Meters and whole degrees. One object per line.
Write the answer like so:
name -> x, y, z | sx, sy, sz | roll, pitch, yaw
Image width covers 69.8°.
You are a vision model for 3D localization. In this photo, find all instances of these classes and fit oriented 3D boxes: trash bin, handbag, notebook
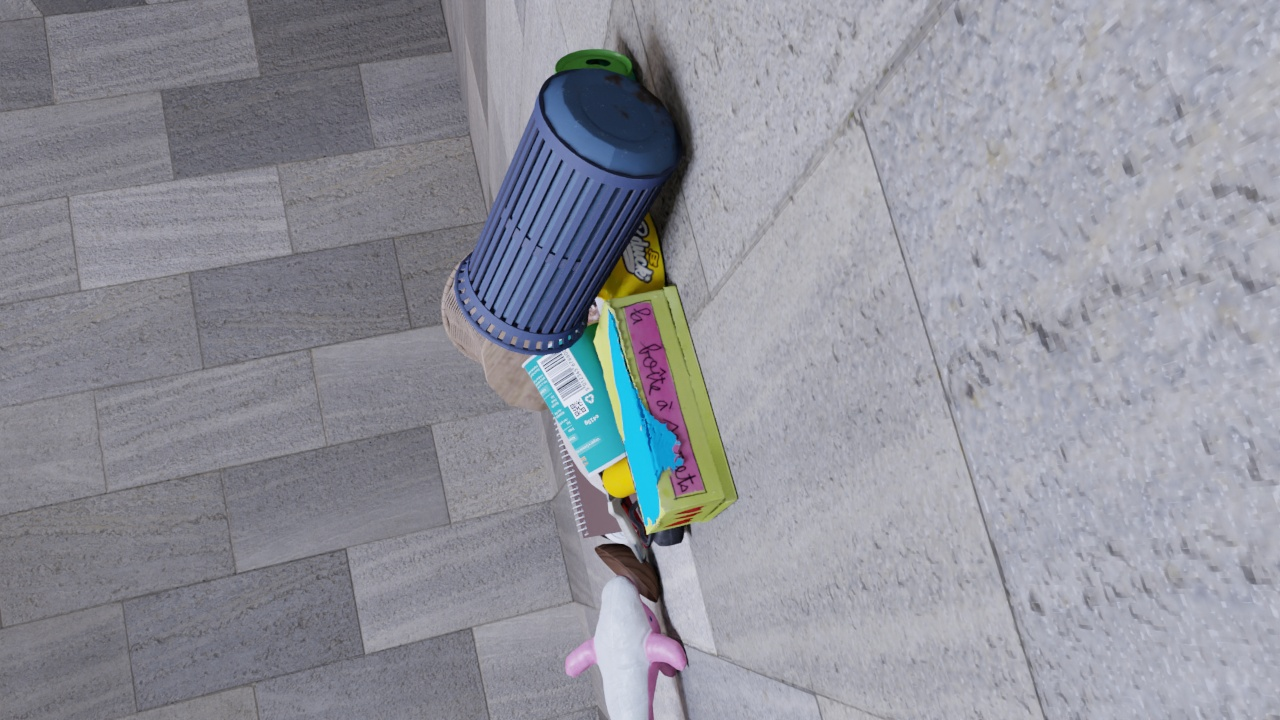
trash bin -> -0.068, -0.131, 0.828 | 0.250, 0.139, 0.139 | -54, 45, 46
handbag -> 0.019, 0.165, 1.081 | 0.128, 0.054, 0.079 | -130, 34, -72
notebook -> -0.050, 0.129, 1.246 | 0.172, 0.022, 0.209 | -21, 80, 46

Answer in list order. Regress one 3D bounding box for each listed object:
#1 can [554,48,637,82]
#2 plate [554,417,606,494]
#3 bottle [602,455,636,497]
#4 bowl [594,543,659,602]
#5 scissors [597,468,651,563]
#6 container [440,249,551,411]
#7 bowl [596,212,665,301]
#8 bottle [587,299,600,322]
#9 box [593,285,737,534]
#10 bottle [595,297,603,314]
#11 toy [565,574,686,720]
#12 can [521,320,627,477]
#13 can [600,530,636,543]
can -> -0.044, -0.225, 0.910 | 0.144, 0.083, 0.083 | 90, 164, -44
plate -> -0.052, 0.086, 1.186 | 0.189, 0.027, 0.189 | 35, 136, 41
bottle -> 0.004, 0.120, 1.024 | 0.144, 0.043, 0.043 | -36, 65, 59
bowl -> -0.012, 0.301, 1.336 | 0.119, 0.032, 0.119 | 37, 161, 15
scissors -> -0.025, 0.169, 1.134 | 0.139, 0.015, 0.189 | -17, -81, -63
container -> -0.171, -0.053, 1.398 | 0.196, 0.226, 0.227 | -131, 31, -55
bowl -> -0.022, -0.101, 0.968 | 0.117, 0.067, 0.117 | 168, 91, -79
bottle -> -0.044, -0.044, 1.167 | 0.056, 0.056, 0.105 | -167, 65, -78
box -> 0.021, 0.053, 0.908 | 0.125, 0.079, 0.220 | 108, 146, -67
bottle -> -0.047, -0.135, 1.093 | 0.053, 0.052, 0.195 | 96, 159, -56
toy -> -0.001, 0.439, 1.302 | 0.127, 0.187, 0.265 | 20, -118, -58
can -> -0.052, 0.042, 1.020 | 0.144, 0.099, 0.099 | 59, 167, 3
can -> -0.033, 0.229, 1.346 | 0.129, 0.072, 0.072 | 142, 116, -77
